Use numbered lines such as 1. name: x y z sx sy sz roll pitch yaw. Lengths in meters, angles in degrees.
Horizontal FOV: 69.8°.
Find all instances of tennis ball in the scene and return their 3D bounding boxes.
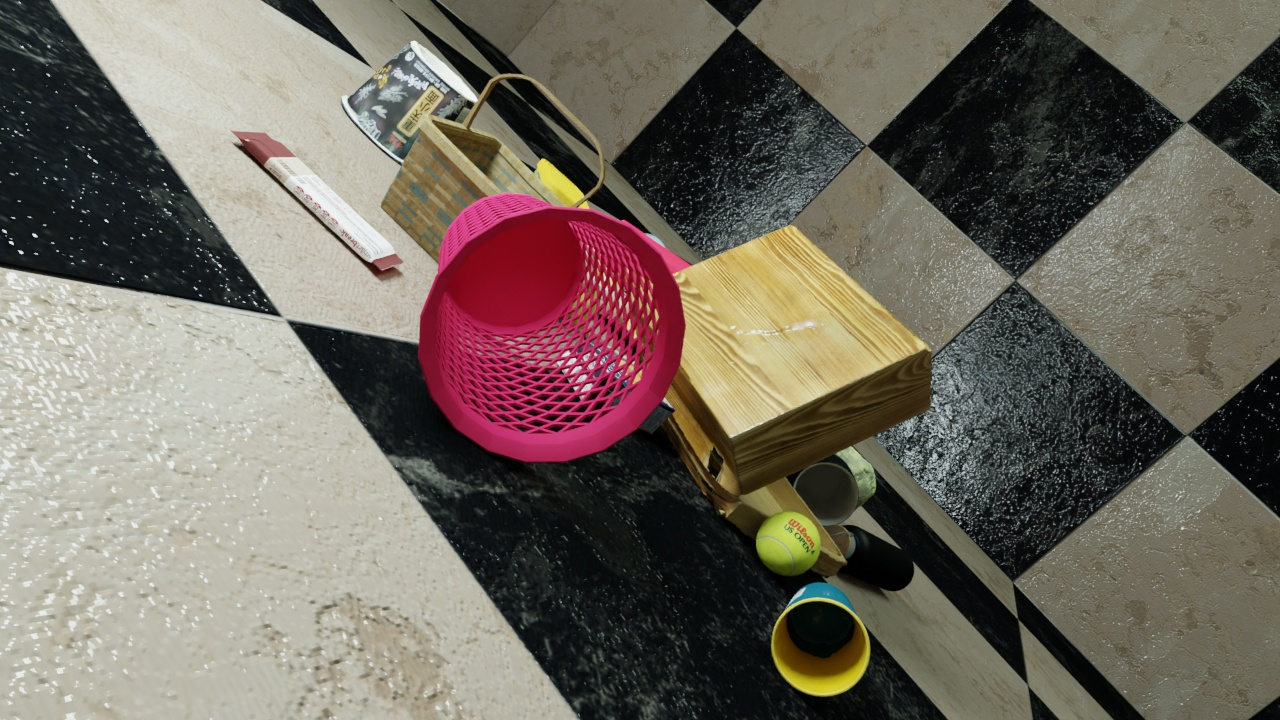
1. tennis ball: 0.151 0.187 0.940 0.065 0.065 0.065 42 12 -11

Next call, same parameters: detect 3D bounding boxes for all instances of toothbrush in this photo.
1. toothbrush: -0.007 0.007 1.157 0.181 0.016 0.018 35 9 -36

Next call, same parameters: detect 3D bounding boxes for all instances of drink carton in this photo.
1. drink carton: -0.024 0.028 0.956 0.130 0.040 0.064 30 18 -51

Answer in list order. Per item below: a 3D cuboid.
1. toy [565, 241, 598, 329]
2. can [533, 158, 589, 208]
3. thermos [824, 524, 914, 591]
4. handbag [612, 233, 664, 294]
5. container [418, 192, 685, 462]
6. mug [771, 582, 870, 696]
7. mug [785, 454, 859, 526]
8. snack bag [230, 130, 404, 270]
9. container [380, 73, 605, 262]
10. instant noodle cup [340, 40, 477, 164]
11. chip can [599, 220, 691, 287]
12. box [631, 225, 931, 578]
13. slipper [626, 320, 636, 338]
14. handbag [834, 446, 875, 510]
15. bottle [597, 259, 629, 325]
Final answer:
1. toy: -0.076 -0.098 1.088 0.046 0.115 0.092 -11 48 -27
2. can: -0.129 -0.185 1.177 0.075 0.104 0.135 40 13 -23
3. thermos: 0.290 0.254 1.198 0.231 0.061 0.061 31 18 -49
4. handbag: 0.017 -0.087 1.346 0.192 0.119 0.121 48 48 -37
5. container: -0.088 -0.051 0.726 0.183 0.183 0.225 39 5 -25
6. mug: 0.155 0.232 0.791 0.078 0.078 0.121 47 7 9
7. mug: 0.223 0.164 1.217 0.122 0.085 0.094 6 6 7
8. snack bag: -0.263 -0.132 0.755 0.158 0.013 0.057 43 14 -6
9. container: -0.139 -0.194 0.968 0.157 0.186 0.249 45 12 0
10. instant noodle cup: -0.268 -0.307 1.106 0.137 0.112 0.137 43 11 -11
11. chip can: 0.049 -0.099 1.223 0.220 0.069 0.069 35 11 5
12. box: 0.137 0.074 1.077 0.279 0.281 0.316 -123 -165 -46
13. slipper: 0.081 -0.001 1.254 0.263 0.078 0.099 38 11 -38
14. handbag: 0.256 0.154 1.319 0.186 0.113 0.116 44 19 -7
15. bottle: -0.053 -0.090 1.217 0.108 0.063 0.063 41 12 -28
